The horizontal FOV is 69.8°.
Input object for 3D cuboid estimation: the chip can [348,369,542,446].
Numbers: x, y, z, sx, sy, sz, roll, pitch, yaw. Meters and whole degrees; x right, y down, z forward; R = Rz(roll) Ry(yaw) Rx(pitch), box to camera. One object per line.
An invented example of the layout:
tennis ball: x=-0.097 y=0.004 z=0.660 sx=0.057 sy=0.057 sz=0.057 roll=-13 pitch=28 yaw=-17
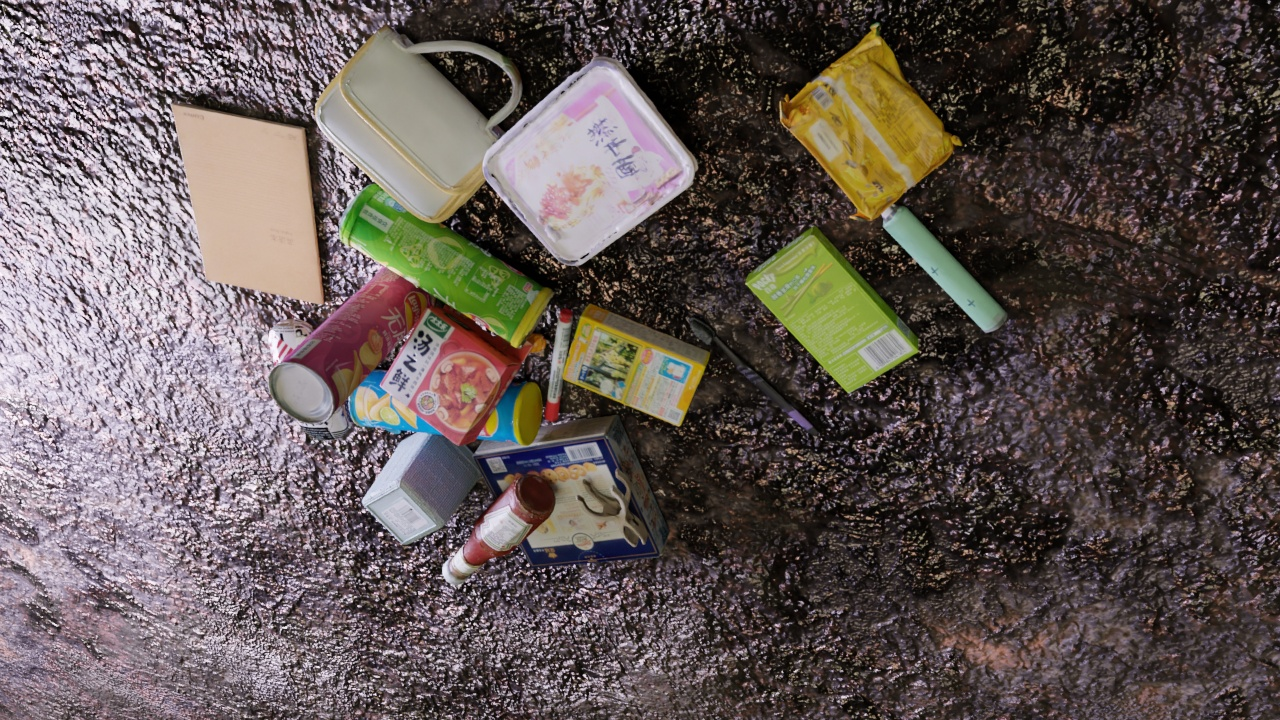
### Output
chip can: x=-0.221 y=0.051 z=1.043 sx=0.210 sy=0.071 sz=0.071 roll=5 pitch=123 yaw=15

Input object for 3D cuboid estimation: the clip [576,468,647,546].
clip: x=-0.036 y=0.167 z=1.028 sx=0.094 sy=0.034 sz=0.102 roll=1 pitch=129 yaw=12

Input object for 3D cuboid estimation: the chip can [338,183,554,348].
chip can: x=-0.199 y=-0.098 z=0.939 sx=0.221 sy=0.072 sz=0.073 roll=32 pitch=126 yaw=-4

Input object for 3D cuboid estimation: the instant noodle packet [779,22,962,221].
instant noodle packet: x=0.186 y=-0.193 z=0.756 sx=0.111 sy=0.044 sz=0.128 roll=-40 pitch=106 yaw=6

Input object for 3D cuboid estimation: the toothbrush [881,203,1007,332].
toothbrush: x=0.246 y=-0.107 z=0.817 sx=0.224 sy=0.026 sz=0.027 roll=43 pitch=146 yaw=-12

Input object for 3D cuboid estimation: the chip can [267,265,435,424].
chip can: x=-0.287 y=-0.023 z=0.930 sx=0.071 sy=0.210 sz=0.071 roll=9 pitch=124 yaw=13

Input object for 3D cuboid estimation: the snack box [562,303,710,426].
snack box: x=-0.006 y=0.006 z=0.968 sx=0.140 sy=0.033 sz=0.087 roll=21 pitch=126 yaw=2

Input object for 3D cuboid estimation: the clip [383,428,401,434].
clip: x=-0.315 y=0.071 z=1.118 sx=0.057 sy=0.049 sz=0.015 roll=35 pitch=123 yaw=-17

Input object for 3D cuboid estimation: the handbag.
handbag: x=-0.198 y=-0.235 z=0.860 sx=0.163 sy=0.063 sz=0.179 roll=43 pitch=121 yaw=-14

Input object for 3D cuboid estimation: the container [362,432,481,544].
container: x=-0.261 y=0.149 z=1.095 sx=0.090 sy=0.111 sz=0.090 roll=-29 pitch=110 yaw=31

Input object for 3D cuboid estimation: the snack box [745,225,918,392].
snack box: x=0.183 y=-0.046 z=0.876 sx=0.156 sy=0.026 sz=0.086 roll=44 pitch=124 yaw=-13

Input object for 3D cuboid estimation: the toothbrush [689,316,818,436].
toothbrush: x=0.118 y=0.020 z=0.948 sx=0.189 sy=0.016 sz=0.014 roll=42 pitch=124 yaw=-13

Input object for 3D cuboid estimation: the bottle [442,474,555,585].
bottle: x=-0.173 y=0.207 z=1.082 sx=0.060 sy=0.059 sz=0.207 roll=38 pitch=127 yaw=-9

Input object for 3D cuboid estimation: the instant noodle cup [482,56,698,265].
instant noodle cup: x=-0.043 y=-0.184 z=0.840 sx=0.174 sy=0.060 sz=0.138 roll=-32 pitch=108 yaw=30

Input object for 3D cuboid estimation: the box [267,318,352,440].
box: x=-0.396 y=0.027 z=1.094 sx=0.072 sy=0.059 sz=0.164 roll=8 pitch=126 yaw=33

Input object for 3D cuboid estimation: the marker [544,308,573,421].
marker: x=-0.090 y=0.007 z=1.005 sx=0.017 sy=0.017 sz=0.145 roll=16 pitch=125 yaw=7

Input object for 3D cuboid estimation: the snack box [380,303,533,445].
snack box: x=-0.196 y=0.006 z=0.975 sx=0.113 sy=0.044 sz=0.127 roll=34 pitch=99 yaw=12

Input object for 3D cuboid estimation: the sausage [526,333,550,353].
sausage: x=-0.174 y=-0.012 z=1.017 sx=0.165 sy=0.021 sz=0.021 roll=-7 pitch=119 yaw=22

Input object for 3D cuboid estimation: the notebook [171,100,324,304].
notebook: x=-0.424 y=-0.167 z=1.004 sx=0.149 sy=0.012 sz=0.212 roll=13 pitch=125 yaw=8

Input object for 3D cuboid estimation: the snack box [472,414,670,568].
snack box: x=-0.081 y=0.159 z=1.084 sx=0.178 sy=0.045 sz=0.182 roll=-10 pitch=118 yaw=24
